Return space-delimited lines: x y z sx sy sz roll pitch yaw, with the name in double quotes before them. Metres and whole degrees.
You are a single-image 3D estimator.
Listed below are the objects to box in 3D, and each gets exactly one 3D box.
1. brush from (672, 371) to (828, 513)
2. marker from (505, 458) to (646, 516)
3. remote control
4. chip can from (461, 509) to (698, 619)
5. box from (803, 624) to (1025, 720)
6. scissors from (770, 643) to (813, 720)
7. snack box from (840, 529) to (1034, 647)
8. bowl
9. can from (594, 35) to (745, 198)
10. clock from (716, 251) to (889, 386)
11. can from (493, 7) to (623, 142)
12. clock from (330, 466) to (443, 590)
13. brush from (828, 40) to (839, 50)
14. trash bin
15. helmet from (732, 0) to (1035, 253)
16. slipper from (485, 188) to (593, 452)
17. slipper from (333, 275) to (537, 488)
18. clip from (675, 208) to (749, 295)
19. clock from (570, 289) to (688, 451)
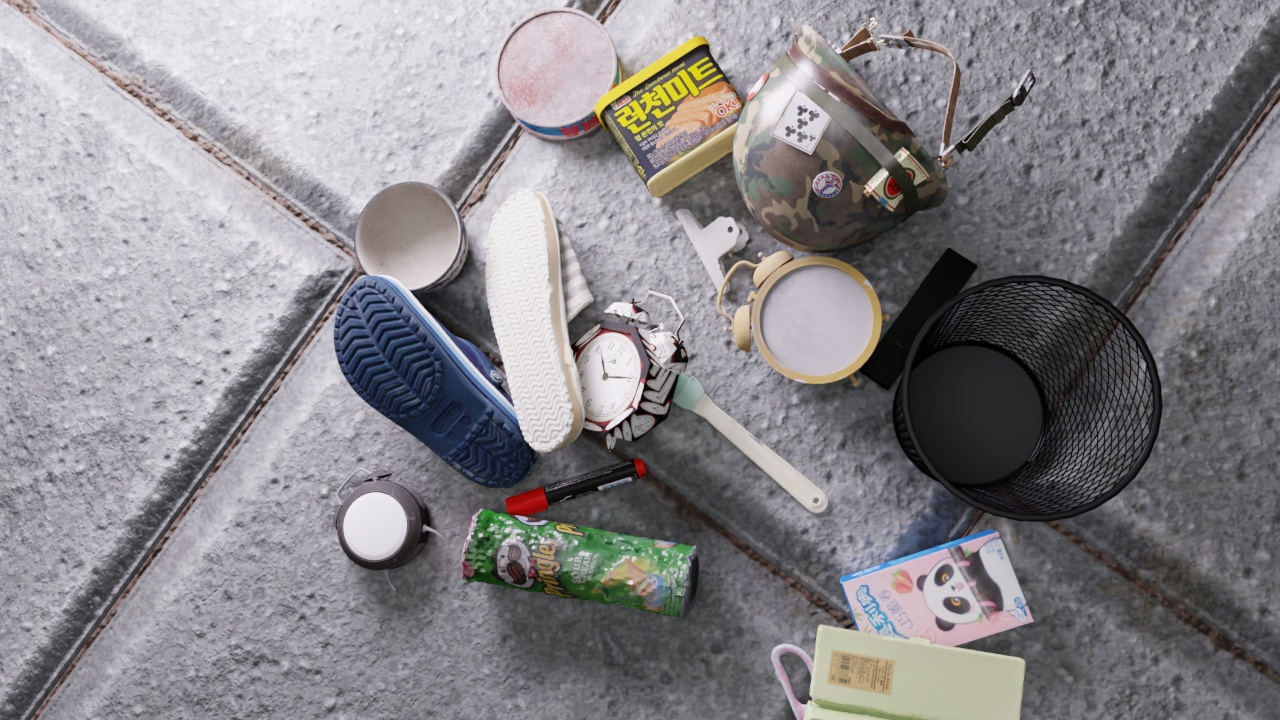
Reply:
"brush" 0.099 0.076 0.913 0.217 0.012 0.033 40 89 9
"marker" -0.064 0.129 0.924 0.145 0.021 0.023 -18 111 6
"remote control" 0.272 -0.041 0.900 0.034 0.013 0.150 36 89 11
"chip can" -0.056 0.197 0.888 0.223 0.075 0.075 7 84 9
"box" 0.243 0.318 0.825 0.188 0.048 0.140 10 99 4
"scissors" 0.150 0.348 0.871 0.170 0.014 0.168 11 85 10
"snack box" 0.274 0.223 0.858 0.154 0.033 0.088 -20 81 6
"bowl" -0.232 -0.122 0.958 0.115 0.059 0.115 -1 83 8
"can" 0.037 -0.243 0.929 0.131 0.072 0.101 -32 83 3
"clock" 0.151 -0.042 0.882 0.159 0.081 0.117 25 90 8
"can" -0.085 -0.300 0.966 0.130 0.044 0.130 -1 83 8
"clock" -0.267 0.164 0.937 0.123 0.044 0.091 42 90 11
"brush" 0.162 -0.244 0.932 0.041 0.030 0.172 21 87 10
"trash bin" 0.303 0.039 0.785 0.184 0.210 0.184 -1 83 8
"helmet" 0.195 -0.212 0.826 0.236 0.224 0.192 -29 50 -1
"slipper" -0.098 -0.041 0.911 0.115 0.054 0.272 -25 66 37
"slipper" -0.203 0.024 0.926 0.105 0.095 0.253 -40 97 20
"clip" 0.082 -0.122 0.936 0.054 0.040 0.101 -31 80 22
"clock" -0.006 0.005 0.894 0.114 0.065 0.155 43 106 39
